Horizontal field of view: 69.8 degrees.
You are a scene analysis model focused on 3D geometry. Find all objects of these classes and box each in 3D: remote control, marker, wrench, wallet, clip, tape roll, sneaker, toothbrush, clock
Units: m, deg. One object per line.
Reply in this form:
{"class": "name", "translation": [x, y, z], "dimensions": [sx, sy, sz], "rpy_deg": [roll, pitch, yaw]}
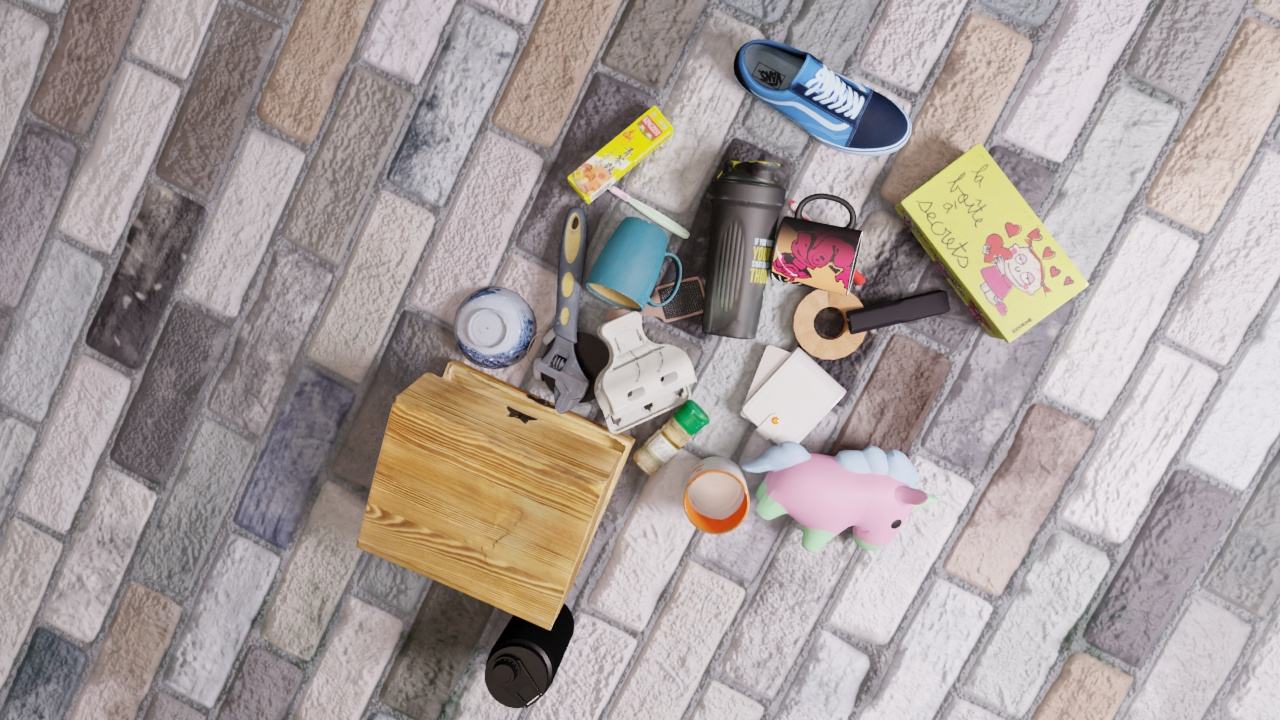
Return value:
{"class": "remote control", "translation": [0.329, -0.062, 1.170], "dimensions": [0.136, 0.015, 0.032], "rpy_deg": [-13, 93, -11]}
{"class": "marker", "translation": [0.242, -0.153, 1.190], "dimensions": [0.013, 0.012, 0.142], "rpy_deg": [-42, 90, 7]}
{"class": "wrench", "translation": [-0.094, -0.067, 1.195], "dimensions": [0.073, 0.022, 0.273], "rpy_deg": [4, 82, 7]}
{"class": "wallet", "translation": [0.186, 0.044, 1.200], "dimensions": [0.115, 0.037, 0.118], "rpy_deg": [43, 94, 1]}
{"class": "clip", "translation": [0.001, 0.012, 1.172], "dimensions": [0.126, 0.101, 0.152], "rpy_deg": [-24, 113, -18]}
{"class": "tape roll", "translation": [0.245, -0.049, 1.190], "dimensions": [0.094, 0.027, 0.094], "rpy_deg": [0, 95, 5]}
{"class": "sneaker", "translation": [0.224, -0.325, 1.134], "dimensions": [0.241, 0.098, 0.083], "rpy_deg": [27, 96, 3]}
{"class": "toothbrush", "translation": [-0.002, -0.203, 1.207], "dimensions": [0.155, 0.015, 0.022], "rpy_deg": [31, 65, 1]}
{"class": "clock", "translation": [-0.092, 0.004, 1.223], "dimensions": [0.122, 0.035, 0.094], "rpy_deg": [22, 96, 4]}

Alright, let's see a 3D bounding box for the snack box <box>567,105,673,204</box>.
{"class": "snack box", "translation": [-0.025, -0.265, 1.187], "dimensions": [0.148, 0.029, 0.040], "rpy_deg": [-39, 87, -1]}

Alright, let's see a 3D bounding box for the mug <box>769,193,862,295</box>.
{"class": "mug", "translation": [0.223, -0.149, 1.147], "dimensions": [0.098, 0.081, 0.118], "rpy_deg": [14, 102, 14]}

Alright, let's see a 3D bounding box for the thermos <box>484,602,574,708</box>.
{"class": "thermos", "translation": [-0.143, 0.374, 1.175], "dimensions": [0.086, 0.198, 0.086], "rpy_deg": [0, 94, 5]}

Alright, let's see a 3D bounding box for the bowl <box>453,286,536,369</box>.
{"class": "bowl", "translation": [-0.200, -0.042, 1.224], "dimensions": [0.114, 0.045, 0.114], "rpy_deg": [0, 95, 5]}

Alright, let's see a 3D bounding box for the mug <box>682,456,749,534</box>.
{"class": "mug", "translation": [0.098, 0.171, 1.183], "dimensions": [0.082, 0.105, 0.082], "rpy_deg": [0, 95, 5]}

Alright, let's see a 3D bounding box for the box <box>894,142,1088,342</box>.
{"class": "box", "translation": [0.430, -0.145, 1.141], "dimensions": [0.124, 0.079, 0.221], "rpy_deg": [-35, 92, 7]}

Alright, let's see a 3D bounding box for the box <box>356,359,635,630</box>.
{"class": "box", "translation": [-0.186, 0.174, 1.197], "dimensions": [0.279, 0.191, 0.252], "rpy_deg": [22, 111, 3]}

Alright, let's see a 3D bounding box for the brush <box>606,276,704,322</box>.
{"class": "brush", "translation": [0.019, -0.071, 1.216], "dimensions": [0.136, 0.015, 0.050], "rpy_deg": [-15, 92, 6]}

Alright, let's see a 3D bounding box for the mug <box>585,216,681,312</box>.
{"class": "mug", "translation": [0.000, -0.120, 1.183], "dimensions": [0.112, 0.084, 0.104], "rpy_deg": [26, 80, -16]}

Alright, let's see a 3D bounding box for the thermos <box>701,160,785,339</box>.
{"class": "thermos", "translation": [0.125, -0.141, 1.166], "dimensions": [0.098, 0.098, 0.221], "rpy_deg": [7, 100, 5]}

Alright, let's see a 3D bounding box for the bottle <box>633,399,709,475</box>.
{"class": "bottle", "translation": [0.041, 0.103, 1.215], "dimensions": [0.111, 0.043, 0.043], "rpy_deg": [-45, 90, 8]}

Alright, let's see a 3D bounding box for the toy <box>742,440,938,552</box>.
{"class": "toy", "translation": [0.249, 0.160, 1.166], "dimensions": [0.222, 0.120, 0.171], "rpy_deg": [36, 109, -8]}
